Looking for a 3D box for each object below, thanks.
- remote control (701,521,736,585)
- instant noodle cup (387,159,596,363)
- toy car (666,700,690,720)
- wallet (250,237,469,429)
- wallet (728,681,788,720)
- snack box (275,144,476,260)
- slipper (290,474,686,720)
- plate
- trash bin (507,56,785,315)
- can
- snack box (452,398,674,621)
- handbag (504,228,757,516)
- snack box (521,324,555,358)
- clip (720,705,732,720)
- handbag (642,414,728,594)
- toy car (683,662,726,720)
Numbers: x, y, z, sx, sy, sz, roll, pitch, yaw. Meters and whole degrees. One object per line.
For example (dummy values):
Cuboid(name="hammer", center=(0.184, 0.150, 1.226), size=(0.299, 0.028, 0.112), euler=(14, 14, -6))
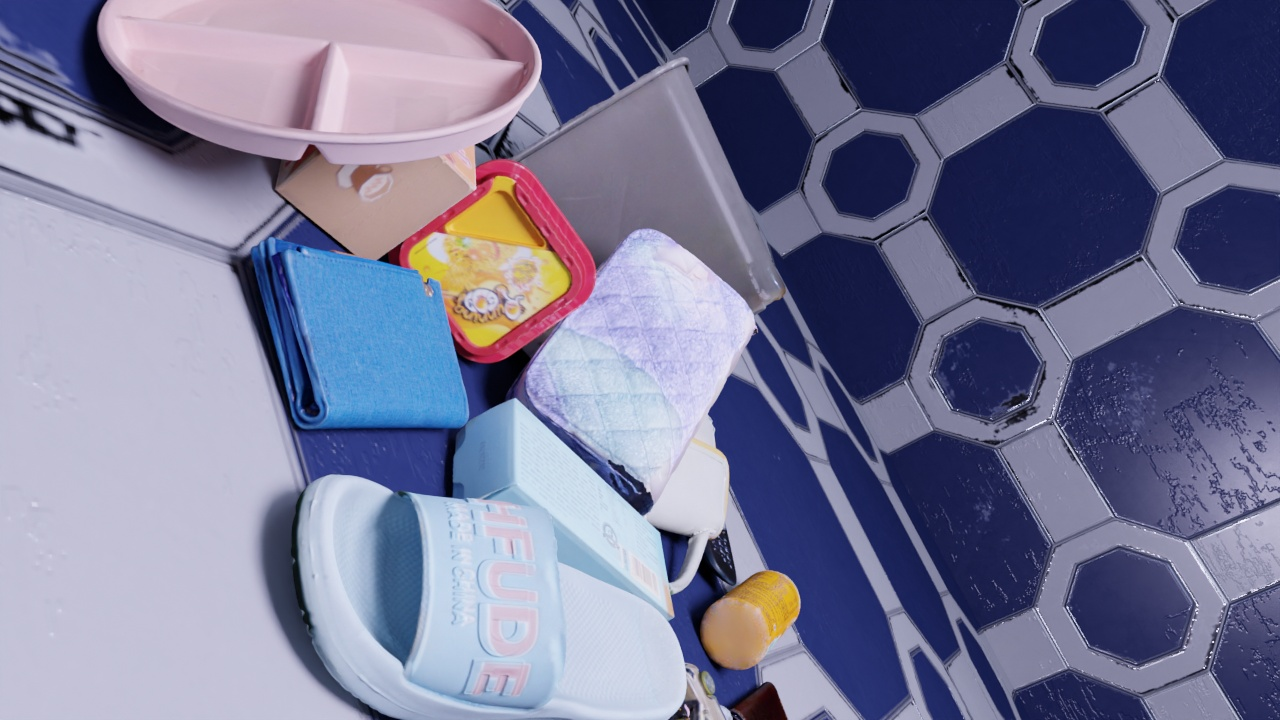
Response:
Cuboid(name="remote control", center=(0.064, 0.158, 0.868), size=(0.053, 0.024, 0.136), euler=(47, 19, -31))
Cuboid(name="instant noodle cup", center=(-0.103, -0.077, 0.659), size=(0.116, 0.116, 0.123), euler=(54, 6, -16))
Cuboid(name="toy car", center=(-0.008, 0.209, 0.553), size=(0.056, 0.037, 0.122), euler=(62, 15, 21))
Cuboid(name="wallet", center=(-0.152, -0.011, 0.514), size=(0.133, 0.040, 0.106), euler=(10, 60, -69))
Cuboid(name="wallet", center=(0.105, 0.314, 0.733), size=(0.122, 0.020, 0.096), euler=(21, 47, -66))
Cuboid(name="snack box", center=(-0.166, -0.134, 0.584), size=(0.077, 0.093, 0.094), euler=(45, 22, -40))
Cuboid(name="slipper", center=(-0.056, 0.124, 0.449), size=(0.245, 0.074, 0.104), euler=(31, 33, -37))
Cuboid(name="plate", center=(-0.171, -0.172, 0.513), size=(0.229, 0.229, 0.028), euler=(-103, -160, -46))
Cuboid(name="trash bin", center=(0.008, -0.123, 0.835), size=(0.220, 0.199, 0.198), euler=(59, 6, -9))
Cuboid(name="can", center=(0.099, 0.223, 0.801), size=(0.058, 0.058, 0.146), euler=(63, 17, 12))
Cuboid(name="snack box", center=(-0.047, 0.107, 0.588), size=(0.175, 0.052, 0.074), euler=(48, 19, -35))
Cuboid(name="handbag", center=(-0.004, 0.004, 0.688), size=(0.134, 0.076, 0.193), euler=(38, 58, -6))
Cuboid(name="snack box", center=(-0.077, -0.038, 0.772), size=(0.085, 0.027, 0.156), euler=(51, 14, -26))
Cuboid(name="clip", center=(0.041, 0.251, 0.655), size=(0.057, 0.029, 0.024), euler=(43, 20, -24))
Cuboid(name="handbag", center=(0.022, 0.108, 0.765), size=(0.163, 0.063, 0.178), euler=(28, 43, -51))
Cuboid(name="toy car", center=(0.037, 0.247, 0.609), size=(0.090, 0.042, 0.035), euler=(64, 19, 16))
